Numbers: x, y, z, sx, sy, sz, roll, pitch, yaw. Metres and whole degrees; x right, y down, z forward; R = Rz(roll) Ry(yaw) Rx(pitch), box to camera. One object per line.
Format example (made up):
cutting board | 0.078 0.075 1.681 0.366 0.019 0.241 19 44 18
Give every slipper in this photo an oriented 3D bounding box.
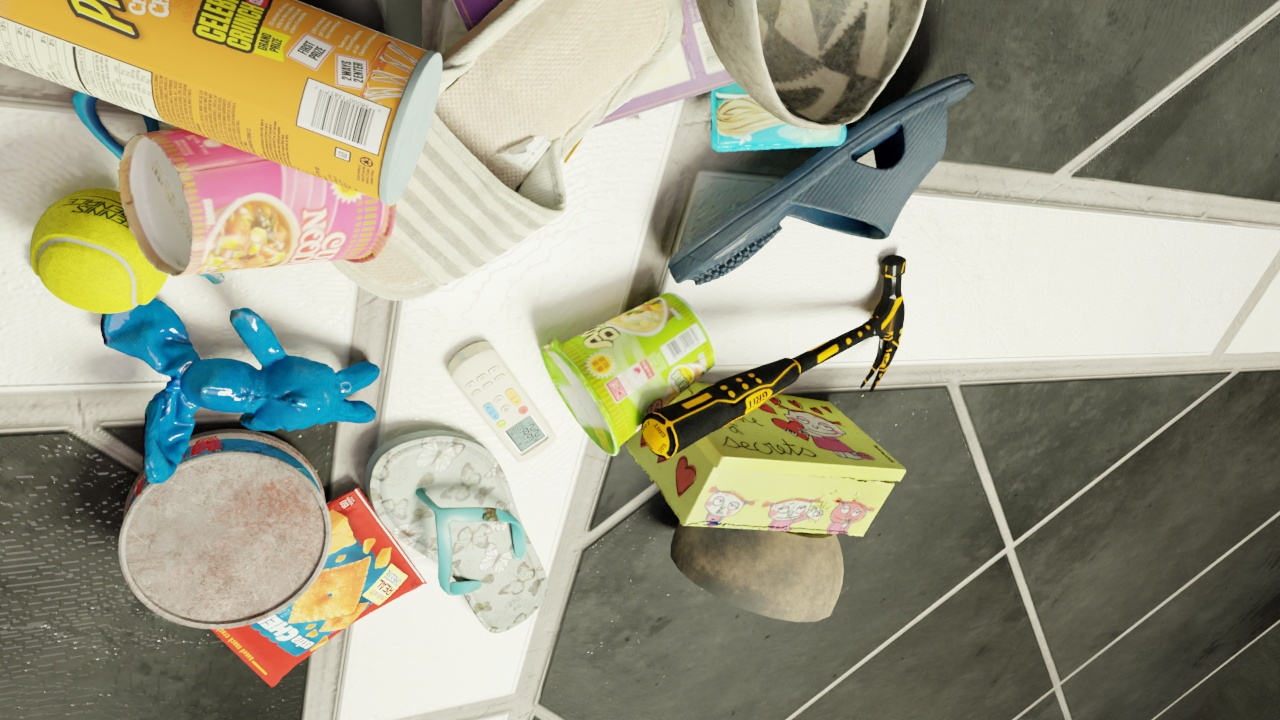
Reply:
slipper | -0.130 0.151 0.759 0.098 0.055 0.269 -40 137 -16
slipper | -0.087 -0.127 0.532 0.114 0.054 0.273 36 118 -28
slipper | 0.146 -0.116 0.681 0.263 0.101 0.082 -33 90 1

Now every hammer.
hammer | 0.124 0.010 0.756 0.319 0.036 0.123 -24 124 -38

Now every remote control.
remote control | -0.106 0.035 0.715 0.038 0.018 0.126 -33 134 -5

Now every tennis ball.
tennis ball | -0.287 -0.058 0.490 0.065 0.065 0.065 -16 130 -20

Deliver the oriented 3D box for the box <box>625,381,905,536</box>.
box | 0.110 0.086 0.811 0.220 0.124 0.083 13 114 -34

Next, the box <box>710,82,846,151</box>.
box | 0.115 -0.253 0.576 0.169 0.086 0.228 -25 133 -23

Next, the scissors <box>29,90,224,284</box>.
scissors | -0.284 -0.092 0.518 0.134 0.011 0.140 -20 130 -13

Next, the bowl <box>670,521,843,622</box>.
bowl | 0.114 0.171 0.856 0.162 0.162 0.070 10 102 -36

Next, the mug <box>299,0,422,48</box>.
mug | -0.169 -0.204 0.466 0.113 0.078 0.088 7 123 -3

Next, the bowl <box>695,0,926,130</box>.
bowl | 0.082 -0.215 0.481 0.178 0.081 0.179 -25 126 -41

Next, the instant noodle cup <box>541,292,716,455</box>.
instant noodle cup | -0.004 0.004 0.705 0.107 0.099 0.099 -32 134 -17

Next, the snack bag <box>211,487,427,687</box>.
snack bag | -0.256 0.177 0.716 0.144 0.039 0.131 -32 132 -14

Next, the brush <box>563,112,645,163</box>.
brush | -0.009 -0.185 0.606 0.048 0.017 0.126 25 108 -41

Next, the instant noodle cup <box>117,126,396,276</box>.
instant noodle cup | -0.202 -0.088 0.484 0.108 0.098 0.098 -25 138 -47

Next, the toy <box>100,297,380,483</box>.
toy | -0.245 0.023 0.582 0.176 0.071 0.113 9 92 -38

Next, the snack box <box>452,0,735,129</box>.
snack box | -0.028 -0.209 0.525 0.148 0.040 0.143 -15 133 9

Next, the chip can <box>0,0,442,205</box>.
chip can | -0.206 -0.143 0.416 0.215 0.075 0.075 19 115 -8

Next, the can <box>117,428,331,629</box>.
can | -0.282 0.115 0.628 0.129 0.044 0.130 -8 110 -22
